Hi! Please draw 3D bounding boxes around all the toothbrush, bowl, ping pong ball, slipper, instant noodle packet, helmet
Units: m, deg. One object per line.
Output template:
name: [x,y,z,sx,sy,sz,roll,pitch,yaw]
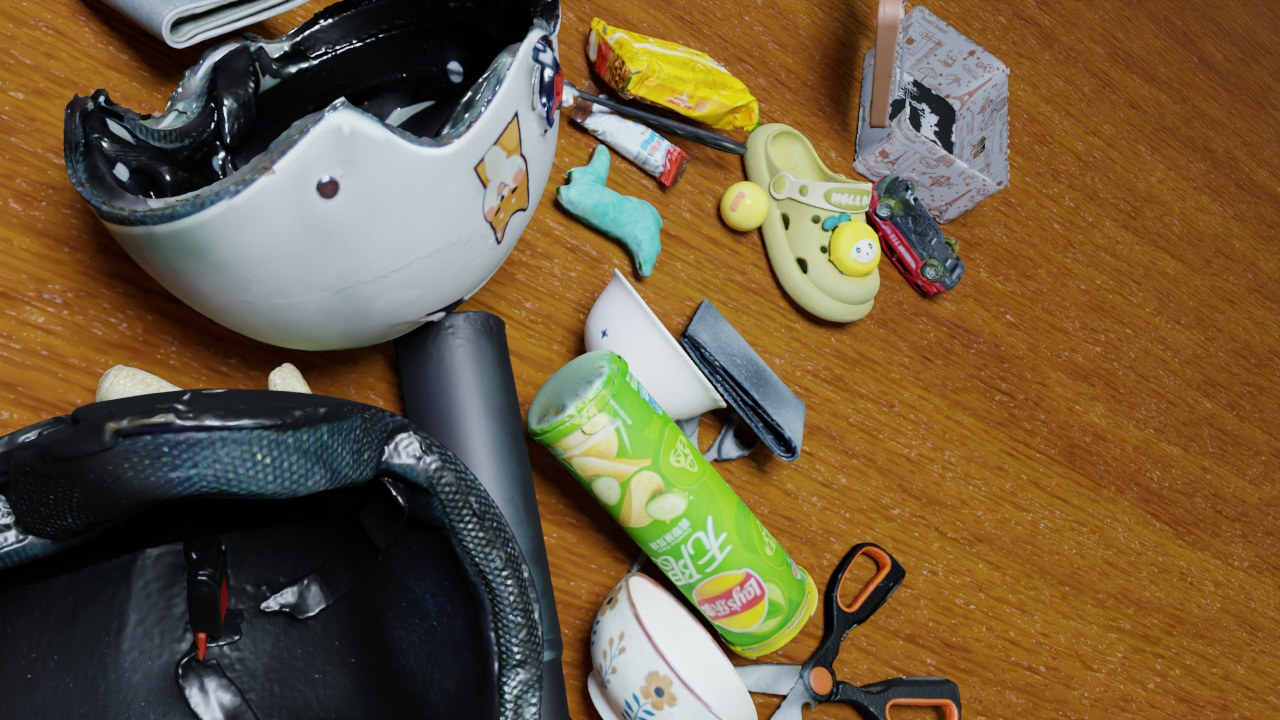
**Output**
toothbrush: [0.007,-0.184,0.709,0.181,0.016,0.018,10,64,-27]
bowl: [-0.004,0.004,0.615,0.065,0.118,0.118,-38,93,3]
ping pong ball: [0.085,-0.126,0.750,0.040,0.040,0.040,13,63,-27]
bowl: [0.009,0.188,0.541,0.062,0.113,0.113,-44,97,6]
slipper: [0.149,-0.126,0.767,0.091,0.082,0.190,-10,73,-32]
instant noodle packet: [0.025,-0.228,0.738,0.128,0.044,0.110,6,37,-31]
helmet: [-0.149,-0.103,0.509,0.273,0.230,0.157,-56,144,-45]
helmet: [-0.176,0.131,0.360,0.274,0.231,0.233,-10,89,-25]

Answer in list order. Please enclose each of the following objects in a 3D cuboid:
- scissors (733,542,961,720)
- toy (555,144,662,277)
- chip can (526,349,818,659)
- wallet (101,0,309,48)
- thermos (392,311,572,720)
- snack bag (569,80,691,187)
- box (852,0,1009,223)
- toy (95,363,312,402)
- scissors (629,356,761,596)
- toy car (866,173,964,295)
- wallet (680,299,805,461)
scissors: [0.137,0.216,0.650,0.221,0.022,0.224,27,56,-13]
toy: [-0.021,-0.117,0.688,0.092,0.030,0.096,27,52,-22]
chip can: [0.021,0.090,0.570,0.221,0.073,0.072,49,52,-19]
wallet: [-0.273,-0.230,0.550,0.130,0.037,0.106,33,48,22]
thermos: [-0.100,0.096,0.522,0.089,0.069,0.242,-4,72,-26]
snack bag: [-0.006,-0.176,0.724,0.105,0.026,0.045,33,59,-14]
box: [0.256,-0.274,0.864,0.272,0.130,0.178,44,48,-41]
toy: [-0.209,0.046,0.485,0.157,0.066,0.105,18,93,-20]
scissors: [0.042,0.077,0.651,0.165,0.014,0.163,-10,74,-34]
toy car: [0.247,-0.114,0.843,0.120,0.045,0.052,54,50,-8]
wallet: [0.078,0.011,0.674,0.121,0.019,0.097,48,20,-5]
